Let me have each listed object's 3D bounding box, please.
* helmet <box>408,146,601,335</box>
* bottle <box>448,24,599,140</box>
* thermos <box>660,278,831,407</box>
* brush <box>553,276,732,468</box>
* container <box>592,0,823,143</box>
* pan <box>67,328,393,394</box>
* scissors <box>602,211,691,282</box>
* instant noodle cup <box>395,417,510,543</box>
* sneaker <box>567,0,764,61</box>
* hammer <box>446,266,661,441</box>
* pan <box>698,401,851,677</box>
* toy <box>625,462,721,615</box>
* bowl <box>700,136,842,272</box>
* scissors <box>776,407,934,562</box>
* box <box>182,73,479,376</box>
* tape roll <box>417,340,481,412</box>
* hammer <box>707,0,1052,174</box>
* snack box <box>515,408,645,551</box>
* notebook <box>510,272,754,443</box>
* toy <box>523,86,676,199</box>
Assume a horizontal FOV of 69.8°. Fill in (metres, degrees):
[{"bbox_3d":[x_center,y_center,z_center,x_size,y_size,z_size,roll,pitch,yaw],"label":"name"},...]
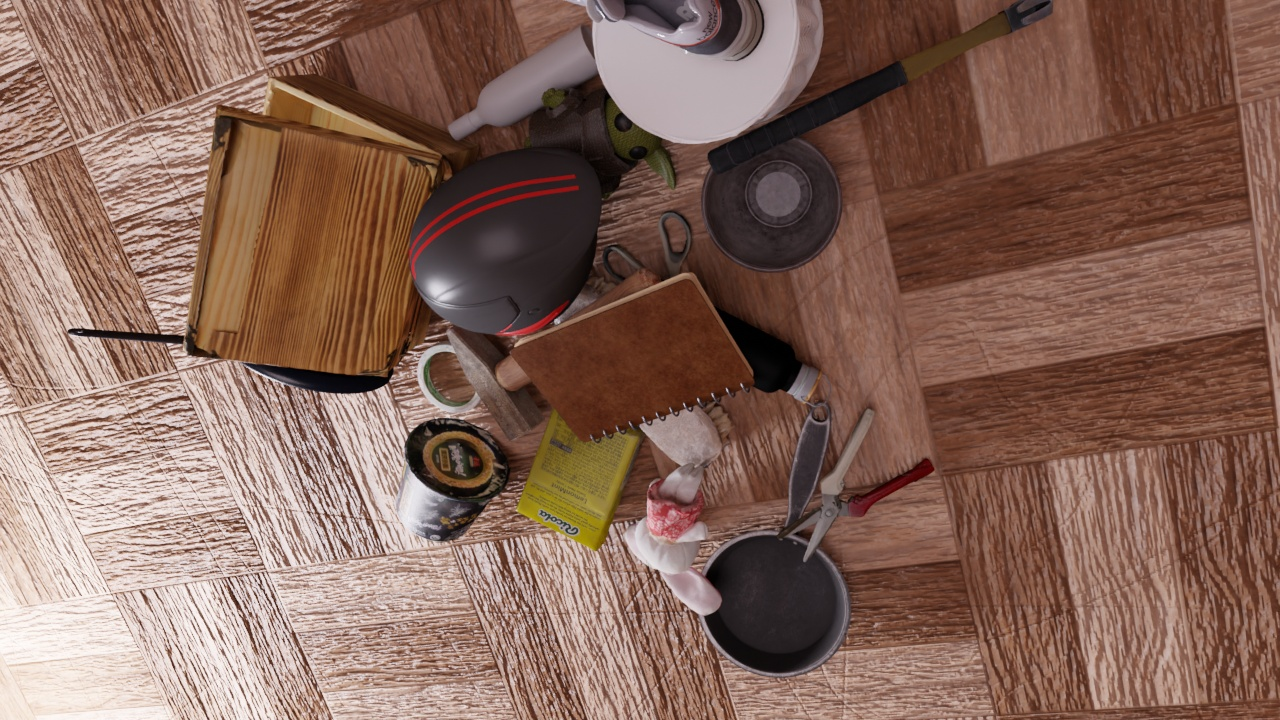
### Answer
[{"bbox_3d":[-0.146,-0.122,0.956,0.265,0.169,0.164,-27,69,28],"label":"helmet"},{"bbox_3d":[-0.131,-0.298,1.015,0.196,0.052,0.052,-24,101,23],"label":"bottle"},{"bbox_3d":[0.111,-0.013,1.037,0.231,0.061,0.061,27,115,1],"label":"thermos"},{"bbox_3d":[0.003,0.015,1.086,0.083,0.056,0.271,-40,93,30],"label":"brush"},{"bbox_3d":[0.070,-0.310,0.874,0.189,0.186,0.189,6,111,15],"label":"container"},{"bbox_3d":[-0.461,-0.020,1.071,0.199,0.355,0.021,40,116,45],"label":"pan"},{"bbox_3d":[0.029,-0.096,1.062,0.157,0.012,0.169,18,115,10],"label":"scissors"},{"bbox_3d":[-0.250,0.160,1.184,0.137,0.137,0.113,33,125,3],"label":"instant noodle cup"},{"bbox_3d":[-0.017,-0.311,0.727,0.240,0.124,0.089,28,115,6],"label":"sneaker"},{"bbox_3d":[-0.091,-0.028,1.053,0.302,0.037,0.158,-29,97,36],"label":"hammer"},{"bbox_3d":[0.179,0.217,1.112,0.187,0.055,0.357,14,101,12],"label":"pan"},{"bbox_3d":[0.038,0.204,1.107,0.159,0.084,0.195,33,133,34],"label":"toy"},{"bbox_3d":[0.141,-0.171,0.970,0.145,0.067,0.145,6,111,15],"label":"bowl"},{"bbox_3d":[0.245,0.143,1.058,0.195,0.015,0.179,-7,102,4],"label":"scissors"},{"bbox_3d":[-0.348,-0.135,1.032,0.269,0.263,0.280,24,113,5],"label":"box"},{"bbox_3d":[-0.243,0.022,1.186,0.094,0.018,0.094,6,111,15],"label":"tape roll"},{"bbox_3d":[0.218,-0.256,0.856,0.333,0.117,0.025,-24,100,13],"label":"hammer"},{"bbox_3d":[-0.074,0.138,1.164,0.121,0.045,0.181,24,112,9],"label":"snack box"},{"bbox_3d":[-0.006,0.006,1.007,0.226,0.024,0.167,-20,125,23],"label":"notebook"},{"bbox_3d":[-0.049,-0.239,0.990,0.153,0.078,0.179,-13,129,23],"label":"toy"}]
